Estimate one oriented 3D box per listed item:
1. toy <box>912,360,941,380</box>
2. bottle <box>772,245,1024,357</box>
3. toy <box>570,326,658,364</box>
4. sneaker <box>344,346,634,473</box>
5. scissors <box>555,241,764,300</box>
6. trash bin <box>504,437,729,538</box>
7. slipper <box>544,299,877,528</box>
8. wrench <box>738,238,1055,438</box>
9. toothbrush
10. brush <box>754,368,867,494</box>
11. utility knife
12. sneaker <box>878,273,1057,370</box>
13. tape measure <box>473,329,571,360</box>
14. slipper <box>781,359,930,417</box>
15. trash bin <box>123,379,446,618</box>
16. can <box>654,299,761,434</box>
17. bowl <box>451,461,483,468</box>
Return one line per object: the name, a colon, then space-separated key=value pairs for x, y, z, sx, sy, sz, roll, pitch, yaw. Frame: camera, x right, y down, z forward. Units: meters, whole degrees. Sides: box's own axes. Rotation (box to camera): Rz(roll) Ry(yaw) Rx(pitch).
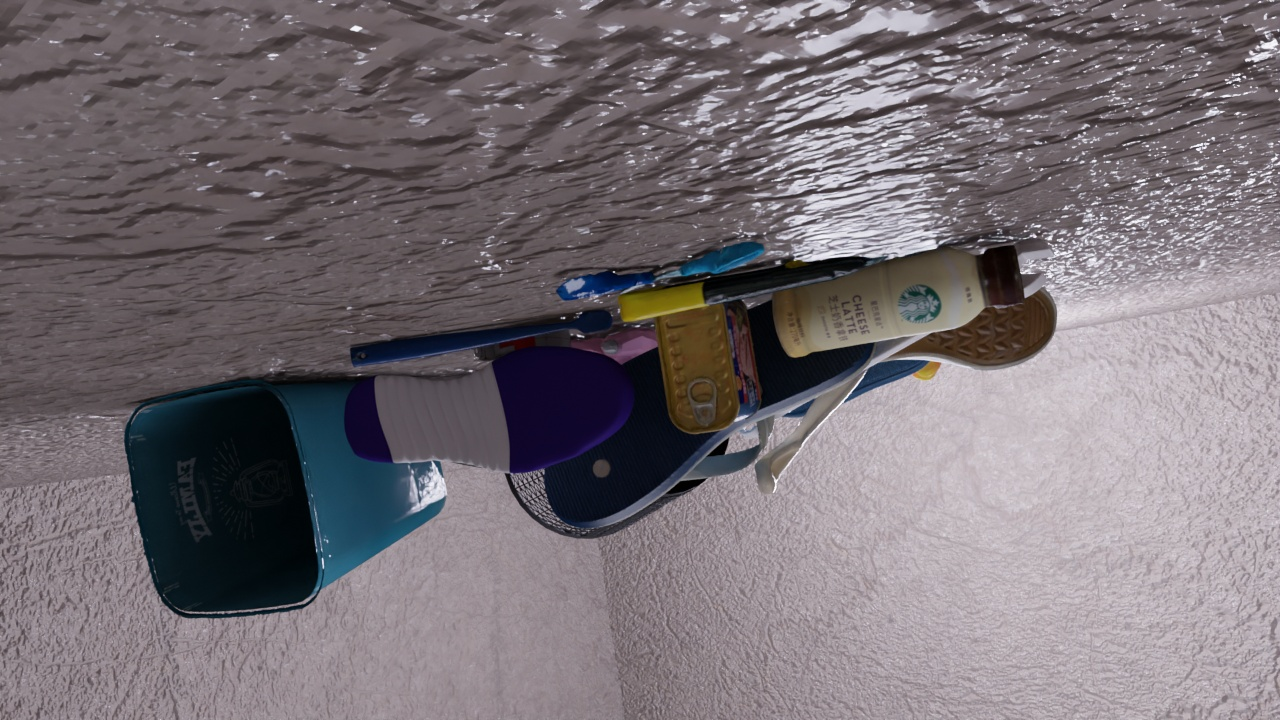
toy: x=0.248 y=0.002 z=1.108 sx=0.216 sy=0.098 sz=0.147 roll=-11 pitch=165 yaw=13
bottle: x=0.175 y=-0.043 z=0.632 sx=0.162 sy=0.056 sz=0.056 roll=-11 pitch=175 yaw=23
toy: x=-0.005 y=0.005 z=0.847 sx=0.123 sy=0.067 sz=0.157 roll=-10 pitch=180 yaw=32
sneaker: x=-0.107 y=0.044 z=0.738 sx=0.245 sy=0.091 sz=0.111 roll=-5 pitch=174 yaw=21
scissors: x=0.013 y=-0.050 z=0.524 sx=0.132 sy=0.014 sz=0.128 roll=-12 pitch=-178 yaw=-27
trash bin: x=-0.024 y=0.089 z=1.064 sx=0.216 sy=0.217 sz=0.244 roll=-7 pitch=169 yaw=-25
slipper: x=0.050 y=0.035 z=0.731 sx=0.295 sy=0.118 sz=0.060 roll=-30 pitch=157 yaw=14
wrench: x=0.181 y=-0.009 z=0.692 sx=0.274 sy=0.047 sz=0.009 roll=-33 pitch=122 yaw=30
toothbrush: x=-0.114 y=-0.016 z=0.668 sx=0.190 sy=0.016 sz=0.017 roll=-9 pitch=-177 yaw=-3
brush: x=0.168 y=0.025 z=0.800 sx=0.077 sy=0.062 sz=0.271 roll=-6 pitch=-151 yaw=42
utility knife: x=0.072 y=-0.049 z=0.583 sx=0.174 sy=0.020 sz=0.028 roll=-10 pitch=-168 yaw=7
sneaker: x=0.232 y=-0.038 z=0.778 sx=0.235 sy=0.087 sz=0.079 roll=-3 pitch=-166 yaw=-10
tape measure: x=-0.091 y=-0.012 z=0.739 sx=0.062 sy=0.020 sz=0.060 roll=-11 pitch=175 yaw=28
slipper: x=0.196 y=-0.002 z=0.941 sx=0.214 sy=0.103 sz=0.059 roll=-15 pitch=177 yaw=22
trash bin: x=-0.314 y=0.110 z=0.867 sx=0.199 sy=0.196 sz=0.218 roll=-9 pitch=-178 yaw=22
can: x=0.050 y=0.000 z=0.662 sx=0.054 sy=0.100 sz=0.059 roll=-9 pitch=177 yaw=25
bowl: x=-0.206 y=0.066 z=1.044 sx=0.177 sy=0.070 sz=0.177 roll=11 pitch=161 yaw=4
